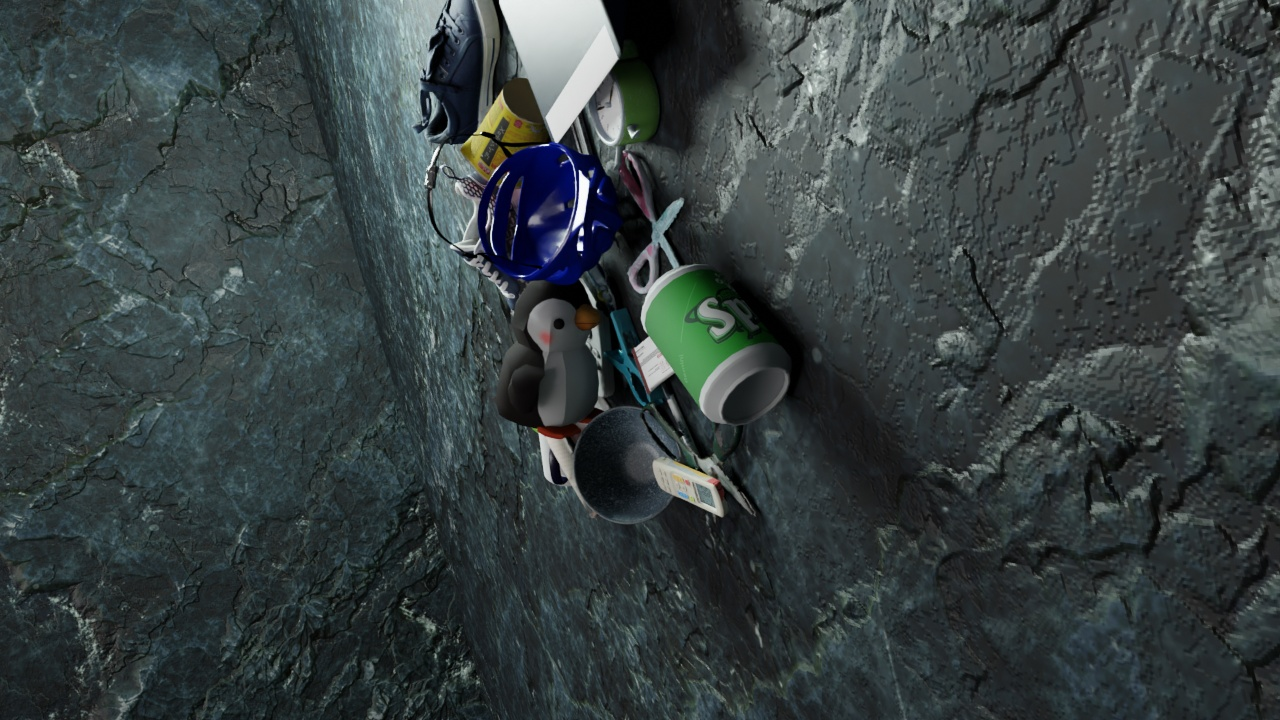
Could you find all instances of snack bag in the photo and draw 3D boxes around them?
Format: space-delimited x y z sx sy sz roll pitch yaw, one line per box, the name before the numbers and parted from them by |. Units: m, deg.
snack bag | 0.032 -0.013 0.971 0.158 0.013 0.057 -40 66 58

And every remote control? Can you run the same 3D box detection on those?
remote control | 0.052 0.133 0.979 0.126 0.018 0.038 14 125 58
remote control | -0.061 -0.026 1.183 0.074 0.019 0.151 40 140 53

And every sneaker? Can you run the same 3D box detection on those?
sneaker | -0.194 -0.150 1.259 0.103 0.132 0.270 31 134 56
sneaker | -0.266 -0.410 1.262 0.120 0.127 0.295 62 153 28

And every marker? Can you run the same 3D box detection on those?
marker | 0.050 0.081 1.013 0.152 0.011 0.011 67 157 16

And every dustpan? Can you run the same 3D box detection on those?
dustpan | -0.069 -0.386 0.902 0.273 0.080 0.237 69 159 0

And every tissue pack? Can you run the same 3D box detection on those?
tissue pack | -0.058 0.122 1.184 0.181 0.103 0.071 53 134 36

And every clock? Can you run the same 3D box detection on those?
clock | -0.020 -0.259 0.901 0.119 0.042 0.095 70 156 8

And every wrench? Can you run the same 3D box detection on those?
wrench | -0.073 -0.274 1.055 0.070 0.010 0.273 -14 93 67

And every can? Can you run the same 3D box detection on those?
can | 0.065 -0.016 0.812 0.140 0.087 0.088 56 152 37

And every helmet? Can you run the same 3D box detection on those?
helmet | -0.135 -0.163 0.974 0.242 0.227 0.147 6 88 58

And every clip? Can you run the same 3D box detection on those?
clip | -0.005 0.001 1.070 0.116 0.026 0.097 58 156 33

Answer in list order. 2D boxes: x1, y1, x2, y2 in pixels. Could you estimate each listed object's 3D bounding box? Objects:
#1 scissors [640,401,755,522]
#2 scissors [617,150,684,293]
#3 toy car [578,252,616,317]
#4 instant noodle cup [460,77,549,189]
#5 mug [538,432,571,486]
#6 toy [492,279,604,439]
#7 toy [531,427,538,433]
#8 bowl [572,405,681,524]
scissors | 0.062 0.071 0.953 0.201 0.015 0.206 44 141 37
scissors | 0.009 -0.134 0.959 0.170 0.013 0.177 61 153 23
toy car | -0.052 -0.095 1.103 0.089 0.027 0.039 59 164 11
instant noodle cup | -0.152 -0.286 1.138 0.113 0.100 0.100 -48 60 52
mug | -0.106 0.124 1.284 0.111 0.079 0.097 -68 -23 -60
toy | -0.116 -0.017 1.113 0.140 0.158 0.184 12 107 23
toy | -0.139 0.068 1.387 0.124 0.096 0.131 -23 73 28
bowl | -0.007 0.123 1.086 0.137 0.137 0.057 68 -163 12
